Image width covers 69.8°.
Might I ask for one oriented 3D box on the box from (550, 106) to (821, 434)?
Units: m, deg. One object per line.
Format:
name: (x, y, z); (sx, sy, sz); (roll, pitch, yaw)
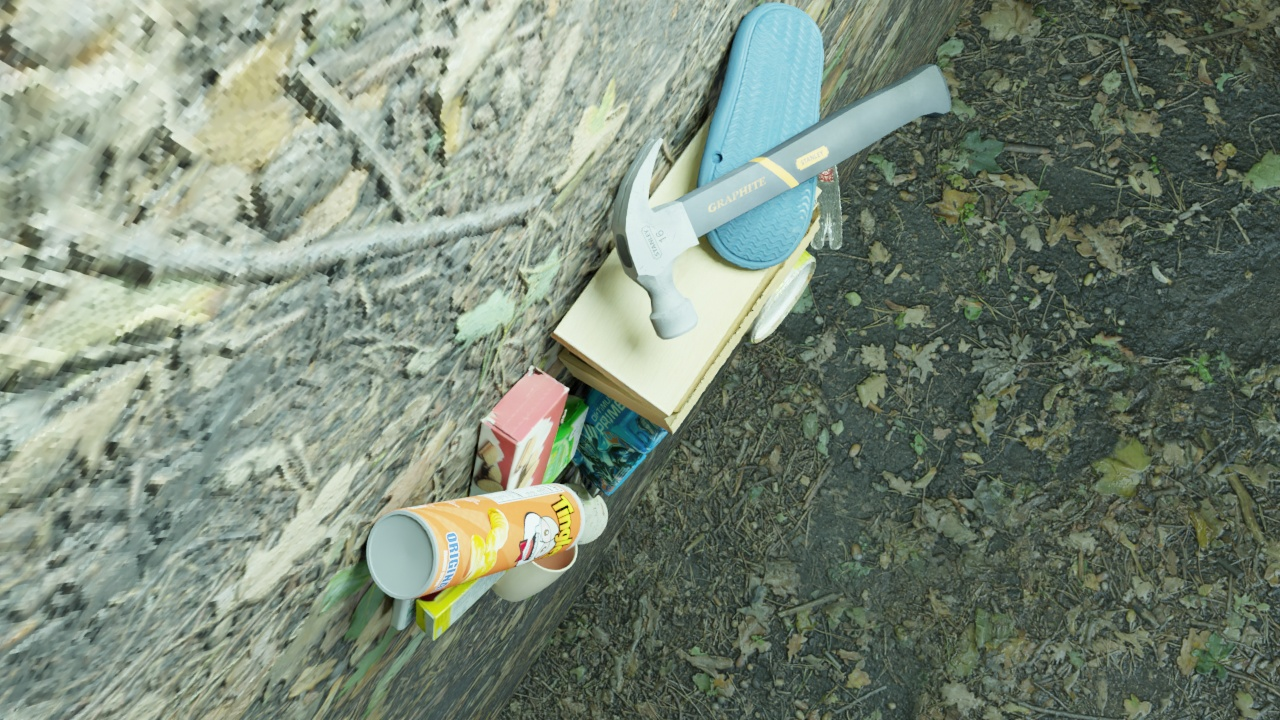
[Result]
box: (0.044, -0.075, 0.819); (0.248, 0.141, 0.148); (-55, 164, -12)

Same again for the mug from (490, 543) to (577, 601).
mug: (-0.148, 0.243, 1.102); (0.111, 0.085, 0.105); (-6, 147, -43)

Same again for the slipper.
slipper: (0.096, -0.183, 0.758); (0.059, 0.103, 0.214); (-151, -114, -67)

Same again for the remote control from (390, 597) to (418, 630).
remote control: (-0.192, 0.184, 0.786); (0.050, 0.022, 0.134); (-48, 168, -42)

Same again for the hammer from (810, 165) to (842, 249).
hammer: (0.173, -0.143, 1.169); (0.327, 0.036, 0.140); (120, -34, -64)

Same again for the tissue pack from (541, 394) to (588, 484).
tissue pack: (-0.098, 0.095, 0.963); (0.099, 0.034, 0.114); (-49, 166, -36)

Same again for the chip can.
chip can: (-0.121, 0.137, 0.725); (0.062, 0.062, 0.210); (-59, 158, 12)

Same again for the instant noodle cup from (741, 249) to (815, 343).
instant noodle cup: (0.126, -0.092, 1.038); (0.146, 0.098, 0.146); (-48, 165, -18)

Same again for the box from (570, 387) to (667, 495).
box: (-0.016, 0.060, 0.981); (0.066, 0.091, 0.244); (-41, 173, -30)

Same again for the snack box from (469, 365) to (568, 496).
snack box: (-0.120, 0.111, 0.852); (0.076, 0.044, 0.274); (-49, 168, -36)

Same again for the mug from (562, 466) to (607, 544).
mug: (-0.088, 0.192, 1.297); (0.097, 0.081, 0.121); (74, 28, -70)

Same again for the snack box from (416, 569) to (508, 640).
snack box: (-0.141, 0.187, 0.838); (0.148, 0.025, 0.061); (-41, 164, -33)

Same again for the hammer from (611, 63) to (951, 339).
hammer: (0.120, -0.148, 0.723); (0.312, 0.139, 0.035); (-29, -162, -15)

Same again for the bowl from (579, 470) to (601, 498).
bowl: (-0.044, 0.109, 1.236); (0.150, 0.057, 0.151); (-55, 172, -13)
